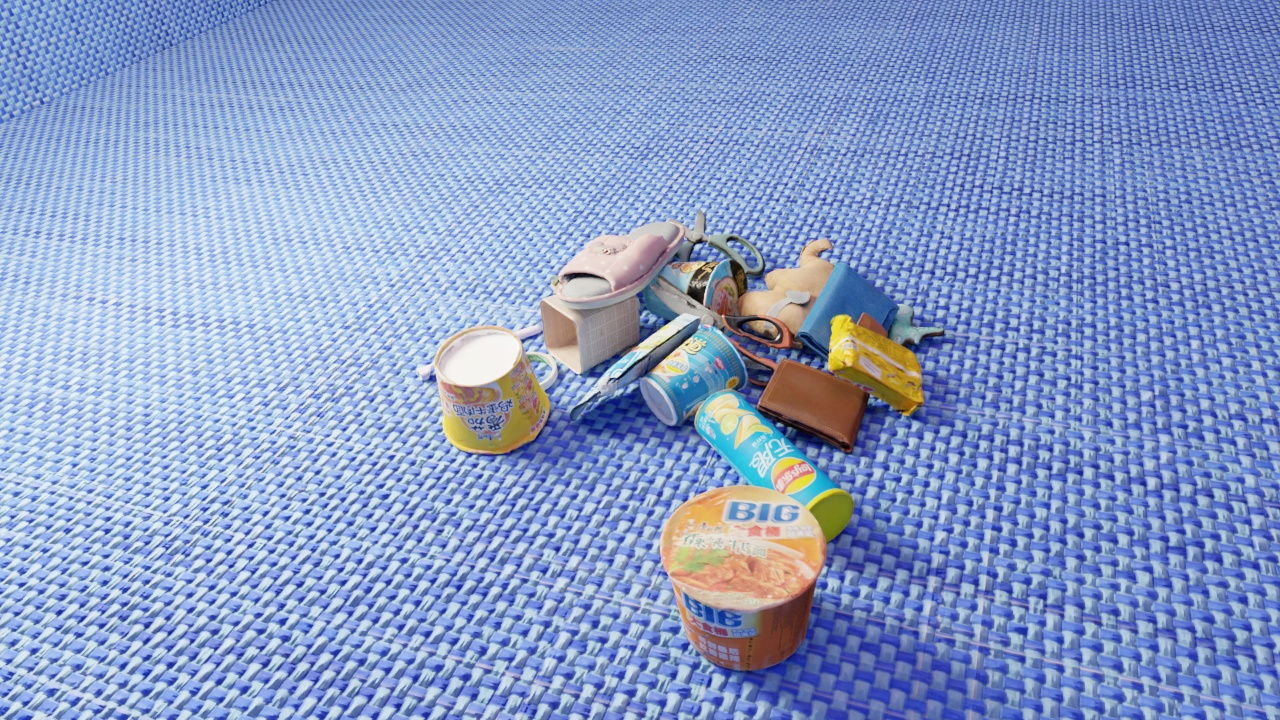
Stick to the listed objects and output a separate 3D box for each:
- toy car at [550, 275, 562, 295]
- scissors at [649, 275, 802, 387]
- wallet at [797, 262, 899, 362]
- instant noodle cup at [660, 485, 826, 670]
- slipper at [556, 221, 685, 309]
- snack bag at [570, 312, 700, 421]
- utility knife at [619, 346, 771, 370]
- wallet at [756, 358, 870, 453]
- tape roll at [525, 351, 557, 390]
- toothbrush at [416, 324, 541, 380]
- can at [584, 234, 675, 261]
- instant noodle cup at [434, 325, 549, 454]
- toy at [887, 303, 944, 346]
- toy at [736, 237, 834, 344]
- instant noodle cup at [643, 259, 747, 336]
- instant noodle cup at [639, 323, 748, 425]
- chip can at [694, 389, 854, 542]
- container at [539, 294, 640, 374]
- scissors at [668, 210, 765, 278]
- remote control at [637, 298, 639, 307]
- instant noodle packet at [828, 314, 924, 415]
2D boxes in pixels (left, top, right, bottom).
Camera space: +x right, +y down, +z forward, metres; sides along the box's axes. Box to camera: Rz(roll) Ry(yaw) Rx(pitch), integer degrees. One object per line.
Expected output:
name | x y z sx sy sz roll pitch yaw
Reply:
toy car | -0.107 -0.095 1.367 0.035 0.042 0.090 -53 40 13
scissors | 0.110 -0.054 1.196 0.193 0.206 0.015 -20 -6 19
wallet | 0.272 -0.051 1.196 0.106 0.040 0.132 38 62 -8
instant noodle cup | 0.097 0.209 0.861 0.151 0.112 0.151 -4 36 3
slipper | -0.023 -0.146 1.269 0.114 0.054 0.273 9 33 30
snack bag | -0.007 0.007 1.166 0.190 0.039 0.111 -37 6 -33
utility knife | 0.078 -0.004 1.232 0.220 0.022 0.030 2 37 22
wallet | 0.209 0.053 1.108 0.124 0.032 0.101 23 42 12
tape roll | -0.155 0.018 1.244 0.086 0.014 0.085 -4 36 3
toothbrush | -0.224 -0.014 1.295 0.188 0.021 0.029 -23 7 -23
can | -0.015 -0.165 1.407 0.146 0.058 0.058 -16 35 -37
instant noodle cup | -0.189 0.031 1.138 0.138 0.110 0.137 -4 44 4
toy | 0.356 -0.046 1.237 0.096 0.030 0.091 -6 40 5
toy | 0.236 -0.096 1.283 0.143 0.083 0.225 27 44 21
instant noodle cup | 0.072 -0.094 1.291 0.121 0.111 0.111 13 40 36
instant noodle cup | 0.061 0.023 1.143 0.109 0.099 0.099 -34 43 -20
chip can | 0.143 0.113 1.018 0.071 0.071 0.210 -21 38 -19
container | -0.065 -0.052 1.265 0.110 0.090 0.090 -26 40 -29
scissors | 0.094 -0.150 1.396 0.170 0.019 0.179 34 65 11
remote control | -0.048 -0.114 1.401 0.058 0.021 0.150 -14 37 -11
instant noodle packet | 0.286 0.005 1.124 0.128 0.044 0.110 29 36 -9
